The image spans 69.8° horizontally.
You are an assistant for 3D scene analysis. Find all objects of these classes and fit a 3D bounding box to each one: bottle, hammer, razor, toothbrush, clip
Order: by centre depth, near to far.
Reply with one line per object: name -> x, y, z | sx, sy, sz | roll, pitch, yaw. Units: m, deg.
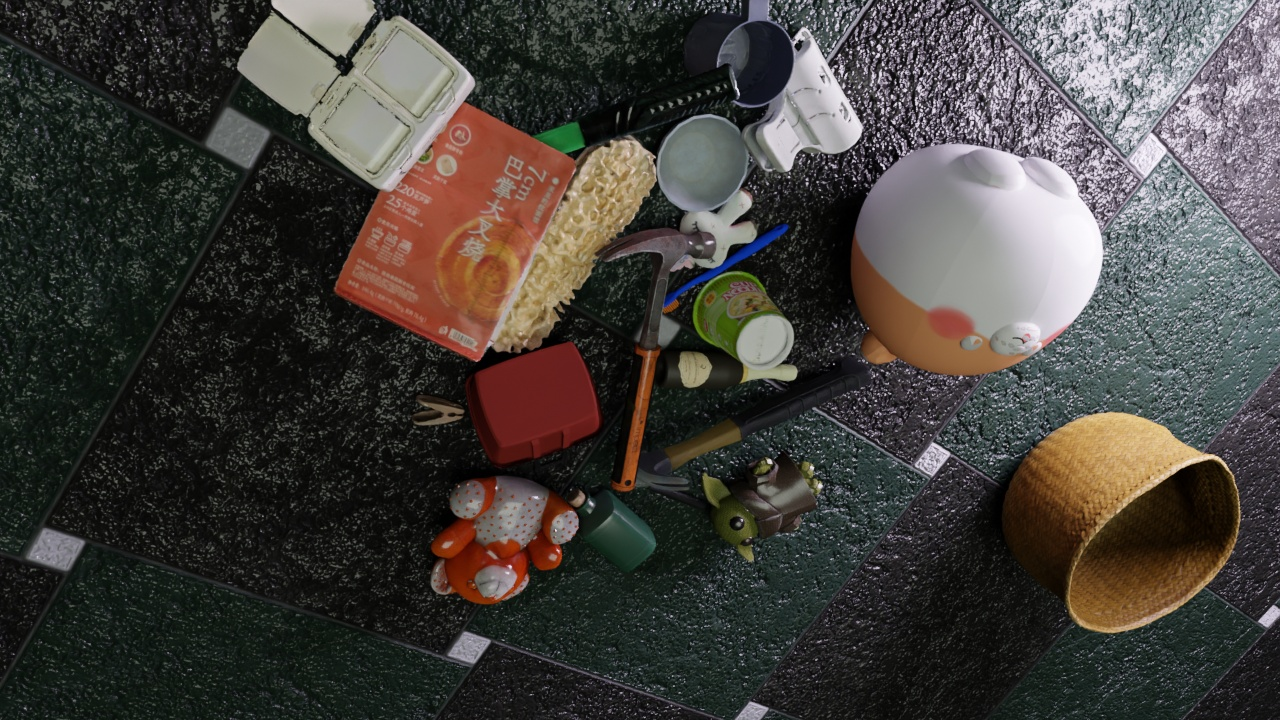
hammer -> -0.059, -0.226, 0.907 | 0.319, 0.032, 0.130 | -15, 111, 12
clip -> 0.181, -0.269, 0.987 | 0.126, 0.096, 0.152 | 50, 61, -28
hammer -> -0.006, 0.006, 1.037 | 0.137, 0.035, 0.315 | -2, 114, -31
clip -> -0.234, 0.064, 1.052 | 0.060, 0.024, 0.041 | 19, 107, -30
toothbrush -> 0.099, -0.110, 1.089 | 0.182, 0.016, 0.018 | -32, 126, -2
bottle -> 0.110, 0.013, 1.135 | 0.184, 0.045, 0.045 | 2, 114, -20
hammer -> 0.142, 0.075, 1.151 | 0.332, 0.118, 0.025 | -22, 123, -14
bottle -> -0.044, 0.206, 1.167 | 0.061, 0.061, 0.131 | -41, 121, 6
razor -> 0.030, 0.168, 1.198 | 0.144, 0.022, 0.043 | 27, 105, -28

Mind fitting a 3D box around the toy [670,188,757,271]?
toy -> 0.081, -0.143, 1.054 | 0.122, 0.038, 0.079 | -31, 128, 0

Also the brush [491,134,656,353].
brush -> -0.083, -0.127, 0.992 | 0.083, 0.056, 0.271 | 33, 100, -27

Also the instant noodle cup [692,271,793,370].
instant noodle cup -> 0.125, -0.042, 1.078 | 0.098, 0.108, 0.099 | -7, 116, -16

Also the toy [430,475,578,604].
toy -> -0.174, 0.226, 1.114 | 0.163, 0.093, 0.173 | 15, 110, -26

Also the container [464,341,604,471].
container -> -0.119, 0.055, 1.049 | 0.148, 0.201, 0.127 | -19, 83, -10

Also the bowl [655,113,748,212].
bowl -> 0.062, -0.220, 1.008 | 0.106, 0.039, 0.106 | -8, 117, -16

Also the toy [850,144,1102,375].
toy -> 0.370, -0.103, 1.048 | 0.262, 0.265, 0.281 | 5, 128, -19

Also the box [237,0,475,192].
box -> -0.266, -0.265, 0.851 | 0.184, 0.050, 0.143 | 37, 93, -7

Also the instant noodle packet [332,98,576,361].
instant noodle packet -> -0.181, -0.134, 0.909 | 0.164, 0.084, 0.221 | 27, 105, -2

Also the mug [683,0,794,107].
mug -> 0.097, -0.328, 0.929 | 0.083, 0.104, 0.124 | -9, 117, -15

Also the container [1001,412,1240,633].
container -> 0.697, 0.232, 1.364 | 0.306, 0.196, 0.307 | -9, 117, -17

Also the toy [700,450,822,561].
toy -> 0.166, 0.188, 1.222 | 0.152, 0.078, 0.179 | -31, 124, -2
